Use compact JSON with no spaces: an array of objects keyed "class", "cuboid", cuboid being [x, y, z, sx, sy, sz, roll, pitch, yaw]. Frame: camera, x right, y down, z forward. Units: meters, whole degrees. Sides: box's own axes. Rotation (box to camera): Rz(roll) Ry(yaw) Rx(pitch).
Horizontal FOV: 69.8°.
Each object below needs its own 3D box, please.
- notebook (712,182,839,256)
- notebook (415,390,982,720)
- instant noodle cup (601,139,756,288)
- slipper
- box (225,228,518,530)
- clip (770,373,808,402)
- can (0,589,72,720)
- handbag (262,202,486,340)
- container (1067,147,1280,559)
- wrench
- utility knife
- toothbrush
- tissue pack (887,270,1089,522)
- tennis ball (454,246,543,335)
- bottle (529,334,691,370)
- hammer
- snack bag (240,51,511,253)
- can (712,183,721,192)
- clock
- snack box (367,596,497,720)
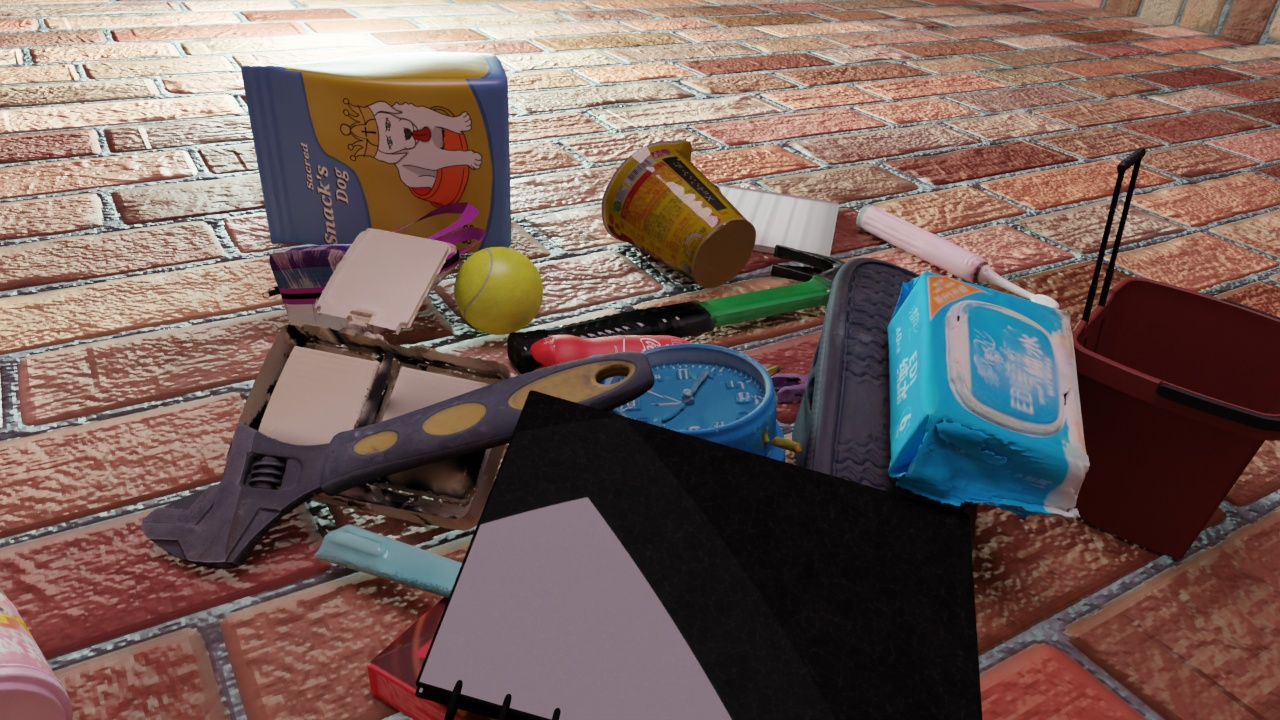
[{"class":"notebook","cuboid":[0.090,-0.147,0.922,0.210,0.009,0.142,11,32,10]},{"class":"notebook","cuboid":[0.038,0.109,0.410,0.231,0.019,0.168,16,46,0]},{"class":"instant noodle cup","cuboid":[0.037,-0.119,0.798,0.100,0.101,0.112,-19,49,-34]},{"class":"slipper","cuboid":[0.145,0.050,0.550,0.110,0.083,0.267,18,49,1]},{"class":"box","cuboid":[-0.138,0.020,0.557,0.145,0.101,0.186,13,52,9]},{"class":"clip","cuboid":[0.116,0.018,0.648,0.052,0.013,0.036,-4,33,-19]},{"class":"can","cuboid":[-0.268,0.130,0.354,0.076,0.067,0.067,29,39,35]},{"class":"handbag","cuboid":[-0.184,-0.080,0.696,0.145,0.068,0.169,1,26,31]},{"class":"container","cuboid":[0.315,-0.006,0.532,0.127,0.201,0.147,26,37,32]},{"class":"wrench","cuboid":[-0.124,0.044,0.480,0.273,0.022,0.073,-16,64,-5]},{"class":"utility knife","cuboid":[-0.089,0.103,0.432,0.158,0.015,0.022,10,52,25]},{"class":"toothbrush","cuboid":[0.287,-0.093,0.844,0.027,0.026,0.222,-49,47,-1]},{"class":"tissue pack","cuboid":[0.185,0.017,0.493,0.093,0.062,0.144,16,52,-4]},{"class":"tennis ball","cuboid":[-0.105,-0.051,0.680,0.065,0.065,0.065,4,31,-2]},{"class":"bottle","cuboid":[-0.004,0.004,0.624,0.141,0.042,0.042,0,31,-12]},{"class":"hammer","cuboid":[0.051,-0.035,0.711,0.318,0.032,0.130,-13,36,-26]},{"class":"snack bag","cuboid":[-0.216,-0.174,0.778,0.205,0.159,0.102,-5,33,-13]},{"class":"can","cuboid":[0.036,-0.153,0.883,0.080,0.032,0.031,-7,33,-17]},{"class":"clock","cuboid":[0.011,0.039,0.548,0.161,0.060,0.116,-2,31,-2]},{"class":"snack box","cuboid":[-0.049,0.127,0.434,0.089,0.021,0.132,19,34,26]}]
